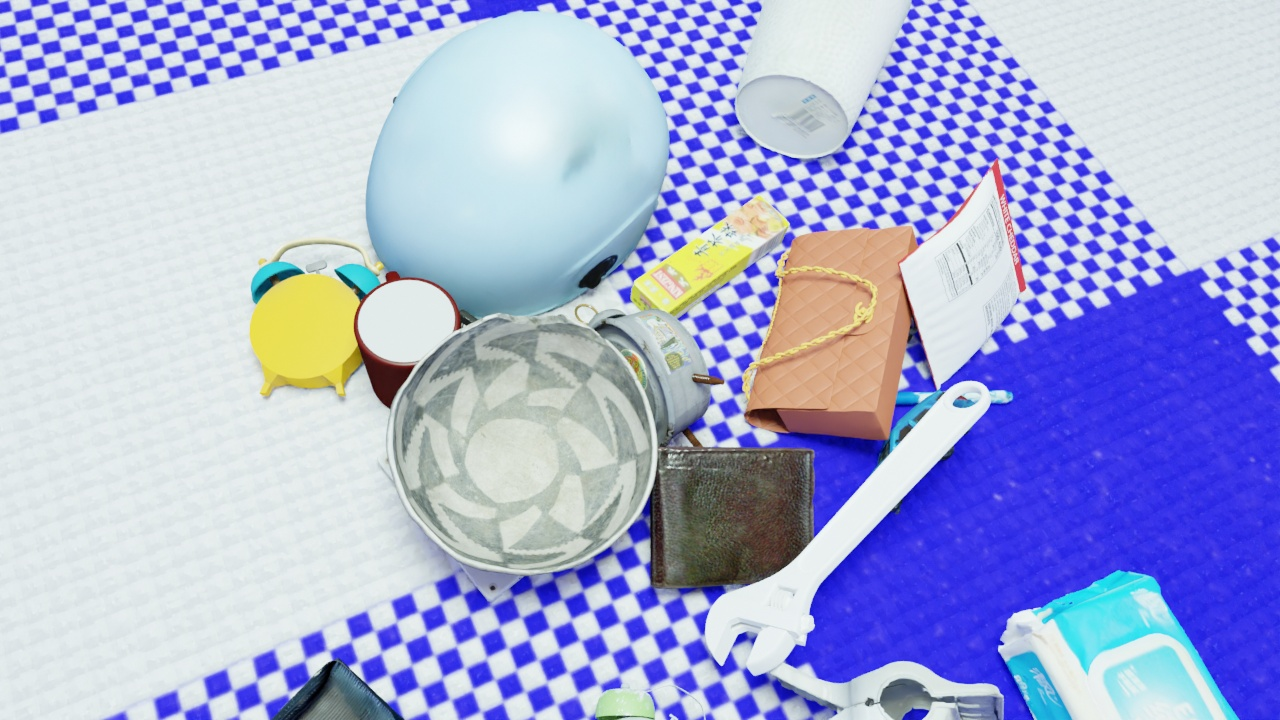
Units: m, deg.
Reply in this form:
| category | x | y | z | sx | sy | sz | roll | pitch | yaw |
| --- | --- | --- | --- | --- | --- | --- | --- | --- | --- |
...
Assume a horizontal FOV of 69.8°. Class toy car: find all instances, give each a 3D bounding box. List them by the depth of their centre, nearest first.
| category | x | y | z | sx | sy | sz | roll | pitch | yaw |
| --- | --- | --- | --- | --- | --- | --- | --- | --- | --- |
| toy car | 0.209 | 0.069 | 0.700 | 0.043 | 0.056 | 0.120 | 41 | 63 | 20 |

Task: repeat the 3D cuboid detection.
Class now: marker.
| category | x | y | z | sx | sy | sz | roll | pitch | yaw |
| --- | --- | --- | --- | --- | --- | --- | --- | --- | --- |
| marker | 0.234 | 0.030 | 0.743 | 0.142 | 0.013 | 0.013 | -1 | 63 | -7 |

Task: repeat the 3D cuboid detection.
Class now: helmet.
| category | x | y | z | sx | sy | sz | roll | pitch | yaw |
| --- | --- | --- | --- | --- | --- | --- | --- | --- | --- |
| helmet | -0.097 | -0.162 | 0.720 | 0.225 | 0.167 | 0.265 | 42 | 75 | 4 |

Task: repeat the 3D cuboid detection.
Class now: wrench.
| category | x | y | z | sx | sy | sz | roll | pitch | yaw |
| --- | --- | --- | --- | --- | --- | --- | --- | --- | --- |
| wrench | 0.149 | 0.108 | 0.630 | 0.273 | 0.018 | 0.066 | -43 | 34 | -14 |

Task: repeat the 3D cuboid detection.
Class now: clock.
| category | x | y | z | sx | sy | sz | roll | pitch | yaw |
| --- | --- | --- | --- | --- | --- | --- | --- | --- | --- |
| clock | 0.000 | 0.263 | 0.578 | 0.094 | 0.043 | 0.119 | 31 | 63 | 8 |
| clock | -0.004 | 0.004 | 0.683 | 0.056 | 0.104 | 0.148 | -24 | 53 | -29 |
| clock | -0.249 | -0.035 | 0.701 | 0.099 | 0.044 | 0.129 | 1 | 71 | -2 |

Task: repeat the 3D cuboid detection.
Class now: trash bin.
| category | x | y | z | sx | sy | sz | roll | pitch | yaw |
| --- | --- | --- | --- | --- | --- | --- | --- | --- | --- |
| trash bin | 0.160 | -0.280 | 0.834 | 0.133 | 0.133 | 0.161 | 21 | 67 | 4 |

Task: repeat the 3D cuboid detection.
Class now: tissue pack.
| category | x | y | z | sx | sy | sz | roll | pitch | yaw |
| --- | --- | --- | --- | --- | --- | --- | --- | --- | --- |
| tissue pack | 0.339 | 0.254 | 0.613 | 0.117 | 0.066 | 0.209 | -17 | 68 | -14 |

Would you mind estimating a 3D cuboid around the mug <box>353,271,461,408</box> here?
| category | x | y | z | sx | sy | sz | roll | pitch | yaw |
| --- | --- | --- | --- | --- | --- | --- | --- | --- | --- |
| mug | -0.173 | -0.023 | 0.681 | 0.073 | 0.083 | 0.105 | -15 | 66 | -14 |

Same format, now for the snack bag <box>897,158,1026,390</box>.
| category | x | y | z | sx | sy | sz | roll | pitch | yaw |
| --- | --- | --- | --- | --- | --- | --- | --- | --- | --- |
| snack bag | 0.268 | -0.069 | 0.746 | 0.143 | 0.131 | 0.039 | -43 | 34 | -23 |

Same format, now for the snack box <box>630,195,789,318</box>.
| category | x | y | z | sx | sy | sz | roll | pitch | yaw |
| --- | --- | --- | --- | --- | --- | --- | --- | --- | --- |
| snack box | 0.060 | -0.084 | 0.771 | 0.147 | 0.029 | 0.040 | -37 | 72 | -22 |

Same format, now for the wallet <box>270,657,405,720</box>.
| category | x | y | z | sx | sy | sz | roll | pitch | yaw |
| --- | --- | --- | --- | --- | --- | --- | --- | --- | --- |
| wallet | -0.199 | 0.256 | 0.566 | 0.089 | 0.026 | 0.114 | 39 | 65 | 12 |

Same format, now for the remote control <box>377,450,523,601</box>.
| category | x | y | z | sx | sy | sz | roll | pitch | yaw |
| --- | --- | --- | --- | --- | --- | --- | --- | --- | --- |
| remote control | -0.130 | 0.106 | 0.660 | 0.050 | 0.011 | 0.136 | -37 | 72 | -22 |

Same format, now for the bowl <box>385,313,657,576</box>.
| category | x | y | z | sx | sy | sz | roll | pitch | yaw |
| --- | --- | --- | --- | --- | --- | --- | --- | --- | --- |
| bowl | -0.083 | 0.062 | 0.636 | 0.178 | 0.081 | 0.178 | 4 | 71 | -12 |

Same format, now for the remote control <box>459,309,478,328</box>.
| category | x | y | z | sx | sy | sz | roll | pitch | yaw |
| --- | --- | --- | --- | --- | --- | --- | --- | --- | --- |
| remote control | -0.086 | 0.009 | 0.705 | 0.140 | 0.030 | 0.009 | 33 | 45 | 10 |

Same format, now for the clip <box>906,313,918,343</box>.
| category | x | y | z | sx | sy | sz | roll | pitch | yaw |
| --- | --- | --- | --- | --- | --- | --- | --- | --- | --- |
| clip | 0.218 | -0.051 | 0.775 | 0.023 | 0.045 | 0.076 | -1 | 65 | -5 |

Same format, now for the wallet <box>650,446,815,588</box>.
| category | x | y | z | sx | sy | sz | roll | pitch | yaw |
| --- | --- | --- | --- | --- | --- | --- | --- | --- | --- |
| wallet | 0.065 | 0.110 | 0.653 | 0.120 | 0.031 | 0.099 | 0 | 91 | -9 |

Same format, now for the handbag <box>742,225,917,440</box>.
| category | x | y | z | sx | sy | sz | roll | pitch | yaw |
| --- | --- | --- | --- | --- | --- | --- | --- | --- | --- |
| handbag | 0.149 | -0.029 | 0.724 | 0.109 | 0.060 | 0.171 | 1 | 57 | 30 |

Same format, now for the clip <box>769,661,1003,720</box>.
| category | x | y | z | sx | sy | sz | roll | pitch | yaw |
| --- | --- | --- | --- | --- | --- | --- | --- | --- | --- |
| clip | 0.154 | 0.225 | 0.580 | 0.144 | 0.125 | 0.075 | -10 | 57 | 16 |
